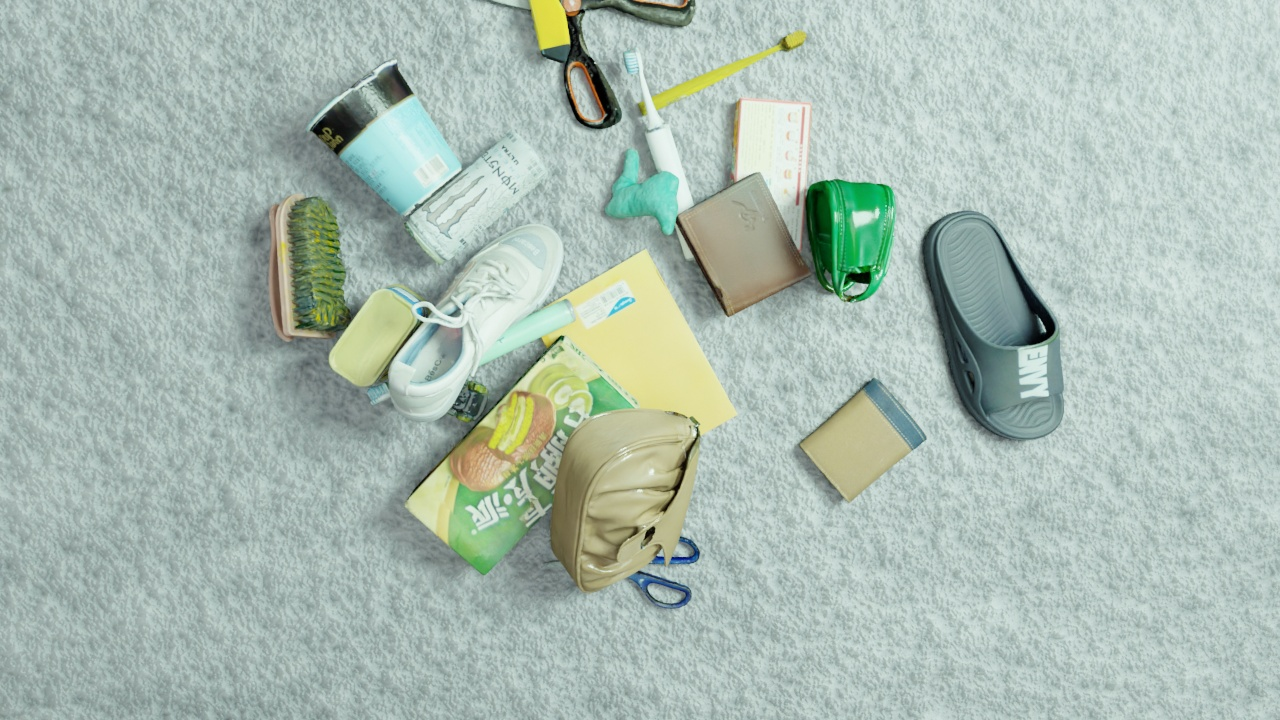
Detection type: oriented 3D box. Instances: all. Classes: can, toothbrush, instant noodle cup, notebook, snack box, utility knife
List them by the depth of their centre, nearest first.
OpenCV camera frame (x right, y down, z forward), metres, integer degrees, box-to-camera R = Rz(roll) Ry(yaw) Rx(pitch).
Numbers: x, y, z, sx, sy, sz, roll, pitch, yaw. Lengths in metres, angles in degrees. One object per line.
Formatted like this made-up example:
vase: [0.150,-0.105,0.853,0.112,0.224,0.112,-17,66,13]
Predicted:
instant noodle cup: [-0.242,-0.210,0.896,0.111,0.111,0.120,-39,107,-1]
utility knife: [-0.098,-0.371,0.913,0.033,0.015,0.154,-13,94,-6]
can: [-0.260,-0.025,0.918,0.057,0.083,0.102,35,92,-8]
can: [-0.165,-0.164,0.925,0.146,0.058,0.058,-40,98,0]
toothbrush: [-0.168,-0.006,0.929,0.224,0.026,0.027,-26,88,-12]
toothbrush: [0.026,-0.211,0.945,0.026,0.027,0.221,-22,103,-15]
snack box: [-0.121,0.096,0.951,0.114,0.063,0.240,44,93,-8]
toothbrush: [0.086,-0.300,0.954,0.190,0.016,0.016,-25,97,-2]
snack box: [0.135,-0.193,0.966,0.077,0.027,0.156,3,96,-5]
notebook: [-0.006,0.006,0.983,0.146,0.010,0.206,-30,98,-1]

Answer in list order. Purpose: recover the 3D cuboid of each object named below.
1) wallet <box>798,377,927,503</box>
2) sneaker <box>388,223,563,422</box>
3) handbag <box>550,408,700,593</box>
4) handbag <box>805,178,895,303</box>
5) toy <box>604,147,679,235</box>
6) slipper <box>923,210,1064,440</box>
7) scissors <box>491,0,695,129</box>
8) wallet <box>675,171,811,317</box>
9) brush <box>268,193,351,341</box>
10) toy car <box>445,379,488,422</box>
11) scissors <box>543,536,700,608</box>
wallet: [0.244,0.088,1.006,0.115,0.033,0.090,-42,96,1]
sneaker: [-0.161,-0.054,0.886,0.089,0.091,0.241,31,68,11]
handbag: [-0.011,0.143,0.911,0.147,0.100,0.205,-18,136,-28]
handbag: [0.208,-0.122,0.930,0.068,0.131,0.120,1,99,-2]
toy: [0.001,-0.172,0.937,0.092,0.030,0.096,1,82,37]
slipper: [0.384,-0.032,0.981,0.110,0.083,0.268,-23,96,-1]
scissors: [-0.052,-0.350,0.933,0.221,0.021,0.234,-13,98,-4]
wallet: [0.106,-0.119,0.943,0.101,0.032,0.124,-29,100,-3]
brush: [-0.337,-0.094,0.910,0.073,0.063,0.145,-11,84,25]
toy car: [-0.203,0.031,0.953,0.091,0.036,0.043,24,92,-5]
scissors: [-0.015,0.215,1.005,0.171,0.012,0.140,41,93,-7]
